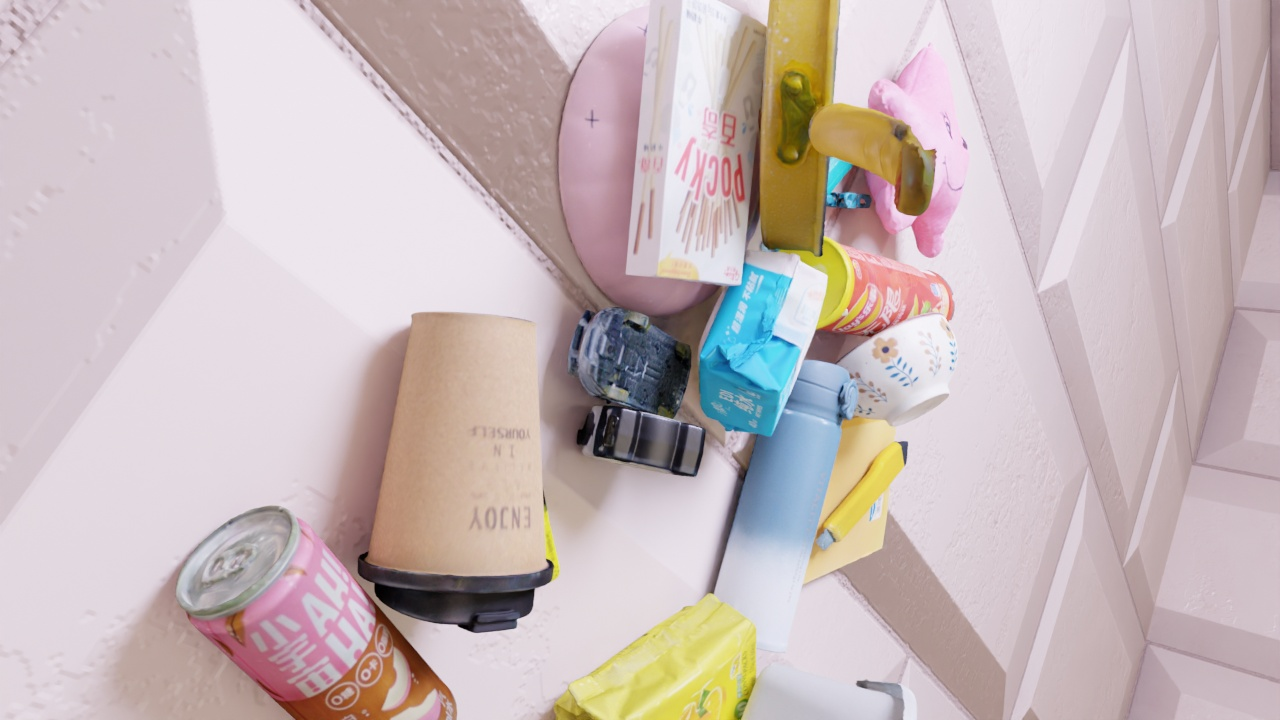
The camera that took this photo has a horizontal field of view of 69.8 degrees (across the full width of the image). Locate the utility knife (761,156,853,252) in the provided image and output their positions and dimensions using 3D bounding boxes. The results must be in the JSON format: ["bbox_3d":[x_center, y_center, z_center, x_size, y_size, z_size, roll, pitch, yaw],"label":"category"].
[{"bbox_3d":[0.138,-0.135,0.726,0.159,0.013,0.029,-49,130,-28],"label":"utility knife"}]

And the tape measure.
[{"bbox_3d":[-0.002,0.048,0.555,0.065,0.066,0.033,17,81,-24],"label":"tape measure"}]

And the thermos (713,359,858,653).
[{"bbox_3d":[0.109,0.107,0.701,0.070,0.070,0.220,24,81,-50],"label":"thermos"}]

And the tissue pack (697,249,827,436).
[{"bbox_3d":[0.077,-0.008,0.613,0.140,0.063,0.090,76,37,-71],"label":"tissue pack"}]

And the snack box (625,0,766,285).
[{"bbox_3d":[0.033,-0.123,0.527,0.084,0.027,0.157,-1,98,-50],"label":"snack box"}]

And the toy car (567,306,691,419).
[{"bbox_3d":[-0.003,0.003,0.569,0.120,0.037,0.054,26,77,-60],"label":"toy car"}]

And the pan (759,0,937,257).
[{"bbox_3d":[0.107,-0.135,0.513,0.356,0.078,0.198,-63,155,-65],"label":"pan"}]

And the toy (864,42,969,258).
[{"bbox_3d":[0.233,-0.185,0.776,0.194,0.075,0.178,10,84,-58],"label":"toy"}]

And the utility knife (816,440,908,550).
[{"bbox_3d":[0.204,0.122,0.842,0.172,0.015,0.033,-35,118,-40],"label":"utility knife"}]

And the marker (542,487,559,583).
[{"bbox_3d":[-0.063,0.073,0.528,0.018,0.015,0.124,-29,118,-47],"label":"marker"}]

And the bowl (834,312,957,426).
[{"bbox_3d":[0.218,0.016,0.769,0.113,0.114,0.062,0,58,-50],"label":"bowl"}]

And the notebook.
[{"bbox_3d":[0.182,0.123,0.839,0.205,0.010,0.146,-5,102,-50],"label":"notebook"}]

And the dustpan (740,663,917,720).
[{"bbox_3d":[0.136,0.323,0.623,0.257,0.143,0.222,45,65,-46],"label":"dustpan"}]

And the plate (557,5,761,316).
[{"bbox_3d":[0.029,-0.122,0.575,0.192,0.039,0.192,-14,108,-48],"label":"plate"}]

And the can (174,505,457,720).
[{"bbox_3d":[-0.140,0.133,0.414,0.057,0.058,0.147,-50,132,-31],"label":"can"}]

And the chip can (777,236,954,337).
[{"bbox_3d":[0.188,-0.054,0.758,0.216,0.073,0.073,2,97,-51],"label":"chip can"}]

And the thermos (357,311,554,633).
[{"bbox_3d":[-0.085,0.051,0.444,0.093,0.093,0.143,8,85,-51],"label":"thermos"}]

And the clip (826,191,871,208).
[{"bbox_3d":[0.173,-0.133,0.763,0.056,0.046,0.014,-7,102,-50],"label":"clip"}]

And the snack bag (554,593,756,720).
[{"bbox_3d":[0.014,0.293,0.628,0.157,0.068,0.247,-20,113,-47],"label":"snack bag"}]
